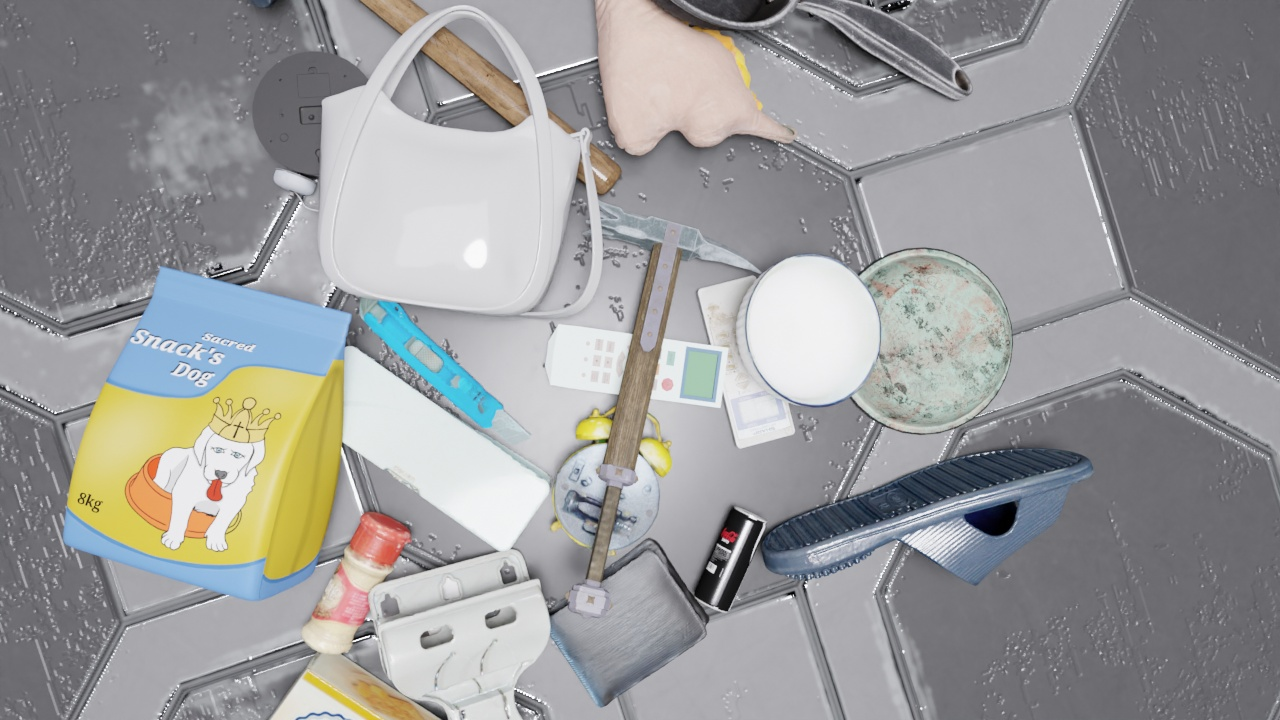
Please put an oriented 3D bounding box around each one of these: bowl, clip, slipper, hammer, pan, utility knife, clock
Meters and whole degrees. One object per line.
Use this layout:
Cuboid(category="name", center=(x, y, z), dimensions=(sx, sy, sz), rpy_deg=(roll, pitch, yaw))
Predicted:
Cuboid(category="bowl", center=(0.123, -0.021, 0.725), dimensions=(0.118, 0.062, 0.118), rpy_deg=(1, 86, -20))
Cuboid(category="clip", center=(-0.126, 0.223, 0.684), dimensions=(0.126, 0.097, 0.152), rpy_deg=(-11, 69, -21))
Cuboid(category="slipper", center=(0.230, 0.139, 0.732), dimensions=(0.263, 0.101, 0.082), rpy_deg=(-18, 99, 1))
Cuboid(category="hammer", center=(-0.002, 0.037, 0.696), dimensions=(0.147, 0.028, 0.316), rpy_deg=(15, 71, -6))
Cuboid(category="bowl", center=(0.239, -0.016, 0.756), dimensions=(0.157, 0.038, 0.157), rpy_deg=(0, 90, -5))
Cuboid(category="pan", center=(0.118, -0.296, 0.724), dimensions=(0.356, 0.055, 0.187), rpy_deg=(27, 62, -22))
Cuboid(category="utility knife", center=(-0.158, 0.007, 0.735), dimensions=(0.178, 0.015, 0.031), rpy_deg=(42, 91, -5))
Cuboid(category="hammer", center=(-0.146, -0.240, 0.719), dimensions=(0.321, 0.040, 0.129), rpy_deg=(38, 66, -8))
Cuboid(category="clock", center=(-0.023, 0.093, 0.724), dimensions=(0.083, 0.057, 0.118), rpy_deg=(24, 88, -4))
Cuboid(category="clock", center=(-0.248, -0.177, 0.717), dimensions=(0.094, 0.035, 0.122), rpy_deg=(-5, 91, -5))

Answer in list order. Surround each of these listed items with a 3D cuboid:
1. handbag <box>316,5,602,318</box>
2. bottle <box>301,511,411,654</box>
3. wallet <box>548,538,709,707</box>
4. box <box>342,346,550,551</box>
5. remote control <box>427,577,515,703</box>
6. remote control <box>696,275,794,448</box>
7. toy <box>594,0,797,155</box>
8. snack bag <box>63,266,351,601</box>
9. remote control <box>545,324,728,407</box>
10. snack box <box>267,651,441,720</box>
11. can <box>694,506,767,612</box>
Cuboid(category="handbag", center=(-0.129, -0.148, 0.687), dimensions=(0.215, 0.095, 0.222), rpy_deg=(8, 94, -7))
Cuboid(category="bottle", center=(-0.221, 0.173, 0.714), dimensions=(0.044, 0.044, 0.109), rpy_deg=(28, 88, -4))
Cuboid(category="wallet", center=(-0.010, 0.213, 0.740), dimensions=(0.115, 0.026, 0.089), rpy_deg=(-35, 94, -4))
Cuboid(category="box", center=(-0.165, 0.068, 0.718), dimensions=(0.199, 0.066, 0.083), rpy_deg=(33, 103, -1))
Cuboid(category="remote control", center=(-0.139, 0.234, 0.735), dimensions=(0.043, 0.013, 0.136), rpy_deg=(-21, 92, -5))
Cuboid(category="remote control", center=(0.087, 0.001, 0.757), dimensions=(0.050, 0.011, 0.136), rpy_deg=(-14, 91, -5))
Cuboid(category="toy", center=(0.022, -0.292, 0.735), dimensions=(0.196, 0.065, 0.264), rpy_deg=(-3, 83, -16))
Cuboid(category="snack bag", center=(-0.301, 0.049, 0.661), dimensions=(0.159, 0.102, 0.205), rpy_deg=(14, 92, 8))
Cuboid(category="remote control", center=(-0.004, 0.004, 0.742), dimensions=(0.143, 0.024, 0.049), rpy_deg=(8, 89, -3))
Cuboid(category="snack box", center=(-0.194, 0.325, 0.708), dimensions=(0.208, 0.057, 0.104), rpy_deg=(35, 87, -4))
Cuboid(category="can", center=(0.073, 0.161, 0.745), dimensions=(0.031, 0.031, 0.080), rpy_deg=(24, 88, -4))
